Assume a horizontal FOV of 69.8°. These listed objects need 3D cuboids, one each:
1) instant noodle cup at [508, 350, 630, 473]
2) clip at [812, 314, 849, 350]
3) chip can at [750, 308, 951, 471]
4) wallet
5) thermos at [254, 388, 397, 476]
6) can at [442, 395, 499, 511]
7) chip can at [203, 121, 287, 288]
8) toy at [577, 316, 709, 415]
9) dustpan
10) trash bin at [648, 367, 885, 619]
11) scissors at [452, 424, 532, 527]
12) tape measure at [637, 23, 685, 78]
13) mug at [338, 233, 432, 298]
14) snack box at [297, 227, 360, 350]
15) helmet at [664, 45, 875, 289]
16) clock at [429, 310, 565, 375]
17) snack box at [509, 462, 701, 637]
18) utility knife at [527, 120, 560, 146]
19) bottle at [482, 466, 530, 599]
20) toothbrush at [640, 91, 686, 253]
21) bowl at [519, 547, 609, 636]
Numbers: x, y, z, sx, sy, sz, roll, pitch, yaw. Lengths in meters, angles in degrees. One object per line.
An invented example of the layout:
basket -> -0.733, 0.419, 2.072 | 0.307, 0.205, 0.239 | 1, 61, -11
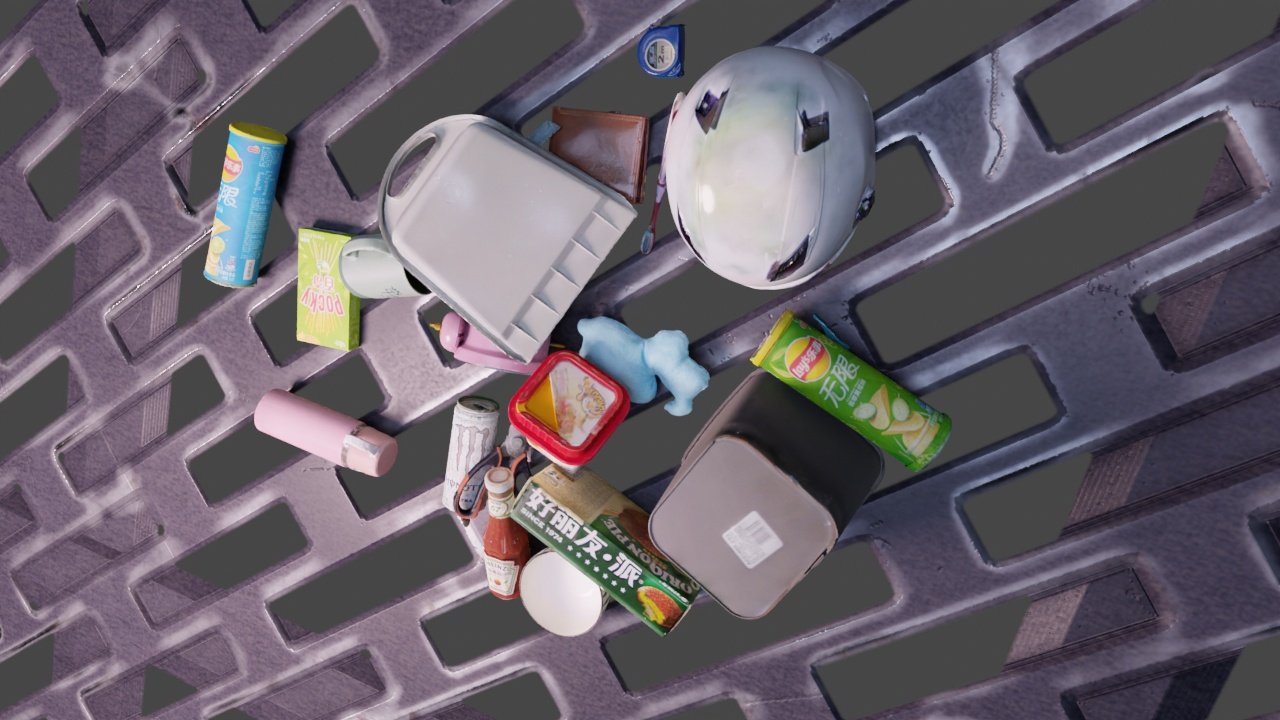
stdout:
instant noodle cup -> -0.085, 0.070, 1.087 | 0.116, 0.124, 0.116 | 35, 67, 10
clip -> 0.209, -0.025, 1.027 | 0.055, 0.013, 0.034 | 30, 111, 11
chip can -> 0.229, 0.033, 0.993 | 0.221, 0.072, 0.073 | 35, 111, 5
wallet -> -0.051, -0.239, 1.066 | 0.125, 0.032, 0.101 | 11, 102, 17
thermos -> -0.432, 0.098, 1.252 | 0.199, 0.087, 0.067 | 20, 75, 17
can -> -0.220, 0.123, 1.193 | 0.058, 0.058, 0.147 | 16, 107, 16
chip can -> -0.529, -0.206, 1.226 | 0.071, 0.071, 0.210 | 25, 110, 13
toy -> -0.006, 0.006, 1.093 | 0.157, 0.049, 0.161 | -29, 96, 28
dustpan -> -0.179, -0.165, 1.071 | 0.257, 0.142, 0.222 | 36, 92, -15
trash bin -> 0.132, 0.144, 0.983 | 0.198, 0.219, 0.199 | 40, 110, 7
scissors -> -0.159, 0.124, 1.172 | 0.197, 0.015, 0.213 | -25, 116, -9
tape measure -> 0.025, -0.342, 1.016 | 0.054, 0.025, 0.058 | 5, 100, 21
mug -> -0.324, -0.124, 1.148 | 0.106, 0.111, 0.082 | 0, 75, 22
snack box -> -0.419, -0.096, 1.235 | 0.086, 0.026, 0.156 | 12, 106, 18
helmet -> 0.124, -0.192, 0.948 | 0.229, 0.145, 0.259 | 16, 107, 16
clock -> -0.181, -0.025, 1.117 | 0.159, 0.117, 0.060 | 11, 95, 15
snack box -> -0.032, 0.218, 1.115 | 0.240, 0.114, 0.063 | 36, 111, 8
utility knife -> -0.173, -0.221, 1.113 | 0.219, 0.015, 0.033 | -35, 85, 29
bottle -> -0.171, 0.218, 1.158 | 0.060, 0.059, 0.206 | 15, 130, 16
toothbrush -> 0.025, -0.212, 1.049 | 0.016, 0.017, 0.188 | 18, 108, 15
bowl -> -0.090, 0.287, 1.178 | 0.117, 0.066, 0.116 | 5, 104, 20
